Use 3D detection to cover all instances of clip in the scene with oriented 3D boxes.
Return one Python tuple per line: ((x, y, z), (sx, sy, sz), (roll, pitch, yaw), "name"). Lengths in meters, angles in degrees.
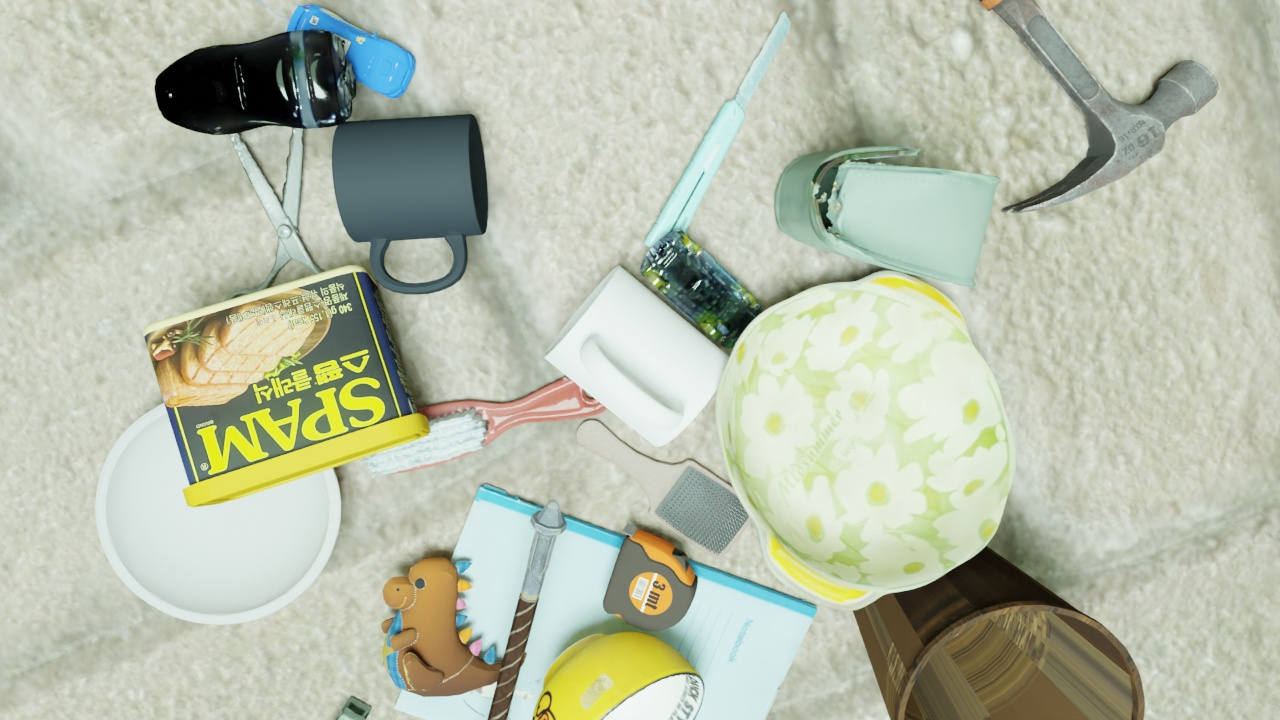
((-0.219, 0.276, 0.649), (0.023, 0.042, 0.076), (34, 99, -6), "clip")

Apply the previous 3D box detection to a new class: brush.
((-0.101, 0.042, 0.603), (0.172, 0.030, 0.041), (-15, 102, 1), "brush")
((0.014, 0.083, 0.622), (0.135, 0.015, 0.050), (35, 98, -8), "brush")

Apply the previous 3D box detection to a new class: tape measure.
((0.009, 0.147, 0.615), (0.059, 0.038, 0.058), (20, 99, 8), "tape measure")

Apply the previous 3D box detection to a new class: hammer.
((-0.091, 0.229, 0.584), (0.044, 0.098, 0.322), (14, 109, -5), "hammer")
((0.197, -0.229, 0.554), (0.138, 0.035, 0.314), (-43, 99, 7), "hammer")

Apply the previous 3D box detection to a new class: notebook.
((-0.025, 0.210, 0.649), (0.253, 0.009, 0.181), (21, 100, -6), "notebook")

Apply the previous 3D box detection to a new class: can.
((-0.207, 0.015, 0.544), (0.135, 0.075, 0.104), (-18, 86, -9), "can")

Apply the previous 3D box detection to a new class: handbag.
((0.139, -0.090, 0.535), (0.106, 0.121, 0.067), (12, 101, -4), "handbag")

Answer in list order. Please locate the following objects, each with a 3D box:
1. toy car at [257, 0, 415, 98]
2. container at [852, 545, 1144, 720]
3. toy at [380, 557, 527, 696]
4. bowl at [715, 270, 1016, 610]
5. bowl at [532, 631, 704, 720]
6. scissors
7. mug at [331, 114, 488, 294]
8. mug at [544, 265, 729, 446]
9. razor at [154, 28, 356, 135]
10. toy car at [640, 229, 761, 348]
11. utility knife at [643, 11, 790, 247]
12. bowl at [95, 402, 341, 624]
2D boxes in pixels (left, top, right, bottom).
((-0.183, -0.188, 0.536), (0.092, 0.062, 0.033), (26, 99, -7), "toy car")
((0.199, 0.175, 0.568), (0.132, 0.167, 0.132), (0, 101, -2), "container")
((-0.124, 0.178, 0.618), (0.103, 0.071, 0.090), (6, 89, -25), "toy")
((0.131, 0.050, 0.571), (0.188, 0.060, 0.218), (27, 68, -1), "bowl")
((-0.023, 0.224, 0.603), (0.117, 0.067, 0.117), (-25, 137, -26), "bowl")
((-0.212, -0.070, 0.585), (0.158, 0.014, 0.142), (31, 102, -8), "scissors")
((-0.134, -0.092, 0.549), (0.077, 0.071, 0.105), (-4, 88, -1), "mug")
((-0.003, 0.003, 0.556), (0.090, 0.110, 0.074), (39, 106, -9), "mug")
((-0.225, -0.160, 0.536), (0.141, 0.063, 0.053), (4, 105, 28), "razor")
((0.039, -0.046, 0.589), (0.089, 0.027, 0.039), (40, 96, -22), "toy car")
((0.050, -0.142, 0.578), (0.022, 0.015, 0.166), (25, 98, -29), "utility knife")
((-0.268, 0.093, 0.599), (0.149, 0.043, 0.149), (0, 94, -5), "bowl")
